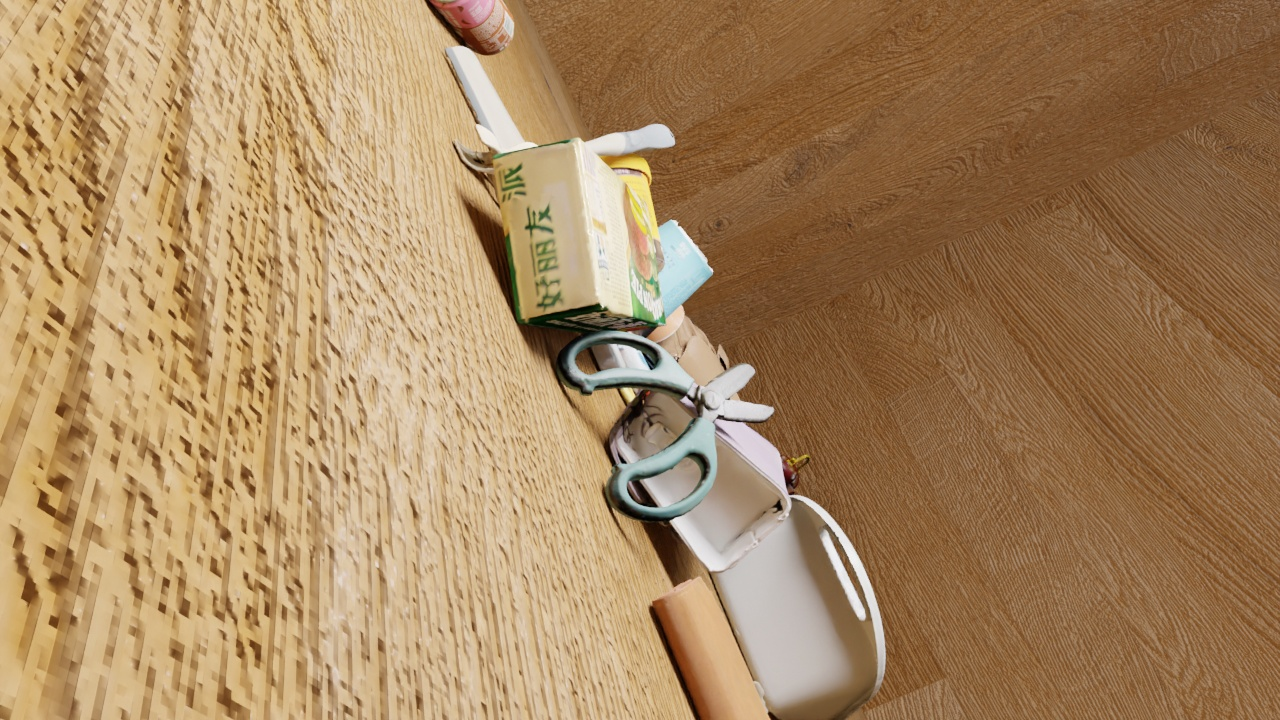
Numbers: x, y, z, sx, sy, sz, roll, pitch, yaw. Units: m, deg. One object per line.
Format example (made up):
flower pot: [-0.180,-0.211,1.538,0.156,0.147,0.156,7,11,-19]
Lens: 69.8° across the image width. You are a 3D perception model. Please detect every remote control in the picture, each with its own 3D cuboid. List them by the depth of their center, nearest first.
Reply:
remote control: [-0.049,-0.047,0.854,0.135,0.019,0.056,66,6,15]

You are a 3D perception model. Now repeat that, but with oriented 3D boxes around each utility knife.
utility knife: [0.013,0.082,0.915,0.031,0.019,0.175,-88,157,-65]

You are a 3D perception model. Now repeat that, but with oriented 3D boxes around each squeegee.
squeegee: [-0.032,-0.202,0.877,0.245,0.039,0.246,-27,92,-47]

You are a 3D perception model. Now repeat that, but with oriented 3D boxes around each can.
can: [-0.169,-0.353,0.907,0.058,0.058,0.147,65,6,3]

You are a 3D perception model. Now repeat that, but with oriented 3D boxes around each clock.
clock: [0.135,0.139,1.013,0.055,0.122,0.082,54,0,20]

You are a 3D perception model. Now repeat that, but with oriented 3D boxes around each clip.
clip: [-0.092,-0.154,0.700,0.104,0.089,0.035,81,-13,-70]

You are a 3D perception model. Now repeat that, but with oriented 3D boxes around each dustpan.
dustpan: [0.168,0.255,0.926,0.222,0.143,0.258,68,8,27]

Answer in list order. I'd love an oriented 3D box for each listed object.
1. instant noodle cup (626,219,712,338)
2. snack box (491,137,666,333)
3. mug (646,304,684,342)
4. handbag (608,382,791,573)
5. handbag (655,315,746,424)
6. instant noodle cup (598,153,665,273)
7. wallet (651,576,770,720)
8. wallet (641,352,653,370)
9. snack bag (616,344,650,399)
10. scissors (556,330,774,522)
instant noodle cup: [0.015,-0.094,1.046,0.111,0.120,0.111,53,5,-7]
snack box: [-0.036,-0.082,0.695,0.240,0.063,0.114,0,81,-79]
mug: [-0.004,-0.089,1.217,0.123,0.078,0.078,53,12,-39]
handbag: [0.045,0.080,0.767,0.145,0.098,0.197,48,7,0]
handbag: [0.082,0.027,1.328,0.204,0.100,0.147,58,12,-25]
instant noodle cup: [-0.034,-0.140,0.961,0.118,0.118,0.114,41,31,-75]
wallet: [0.052,0.210,0.606,0.131,0.031,0.107,66,9,11]
wallet: [0.007,-0.009,1.131,0.121,0.019,0.097,49,10,-19]
snack bag: [-0.006,0.006,0.987,0.105,0.026,0.045,66,5,18]
scissors: [0.013,0.025,0.651,0.176,0.174,0.019,46,-36,7]
